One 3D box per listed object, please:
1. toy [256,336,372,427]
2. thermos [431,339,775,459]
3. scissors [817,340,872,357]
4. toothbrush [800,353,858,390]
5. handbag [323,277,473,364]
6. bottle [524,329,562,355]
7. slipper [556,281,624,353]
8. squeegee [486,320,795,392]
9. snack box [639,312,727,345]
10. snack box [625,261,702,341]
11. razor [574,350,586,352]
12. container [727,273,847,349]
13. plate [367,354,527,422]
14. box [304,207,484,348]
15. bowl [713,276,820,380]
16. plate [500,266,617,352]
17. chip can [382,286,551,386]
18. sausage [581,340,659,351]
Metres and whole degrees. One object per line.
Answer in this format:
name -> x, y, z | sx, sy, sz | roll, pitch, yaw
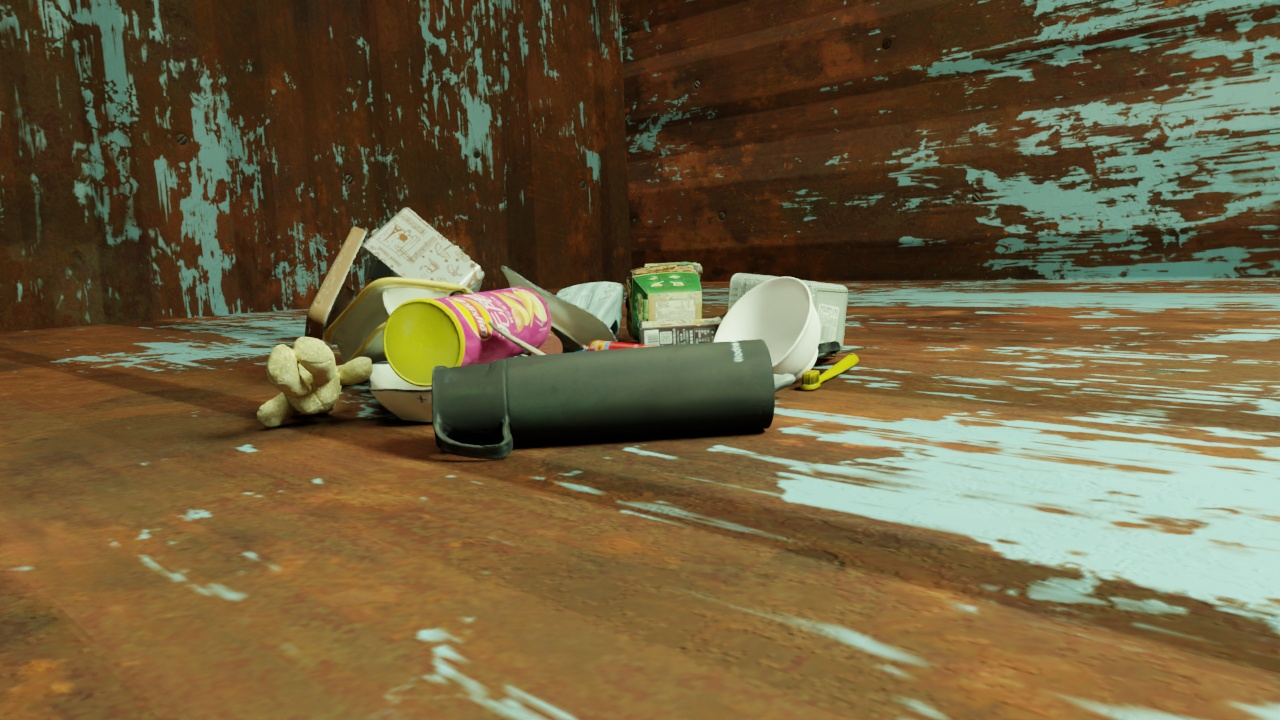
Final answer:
toy -> -0.284, 0.014, 0.781 | 0.105, 0.066, 0.157 | -36, -1, -18
thermos -> -0.026, 0.033, 0.666 | 0.242, 0.069, 0.089 | -5, 40, -6
scissors -> 0.194, -0.007, 1.002 | 0.175, 0.014, 0.159 | -12, -5, -10
toothbrush -> 0.195, 0.008, 0.936 | 0.016, 0.016, 0.189 | 3, 8, 26
handbag -> -0.241, -0.028, 1.022 | 0.178, 0.063, 0.164 | -1, -21, -41
bottle -> -0.142, -0.020, 1.117 | 0.057, 0.057, 0.175 | -6, 7, -24
slipper -> -0.077, -0.054, 1.327 | 0.104, 0.074, 0.244 | -8, 22, 10
squeegee -> 0.015, 0.017, 0.840 | 0.250, 0.040, 0.247 | 5, -9, 13
snack box -> 0.061, -0.032, 1.166 | 0.125, 0.053, 0.113 | -2, 7, 0
snack box -> 0.043, -0.072, 1.329 | 0.117, 0.118, 0.105 | -4, 20, -9
razor -> -0.006, 0.006, 1.006 | 0.143, 0.022, 0.042 | 0, -24, 33
container -> 0.174, -0.054, 1.077 | 0.114, 0.090, 0.090 | 9, 8, 43
plate -> -0.175, 0.023, 0.875 | 0.162, 0.034, 0.266 | -4, 7, -16
box -> -0.317, -0.059, 1.110 | 0.192, 0.156, 0.183 | -53, 1, -27
bowl -> 0.136, -0.016, 0.903 | 0.064, 0.118, 0.118 | 37, -16, -32
plate -> -0.098, -0.046, 1.130 | 0.164, 0.034, 0.163 | 29, -10, 19
chip can -> -0.148, -0.027, 0.831 | 0.071, 0.071, 0.210 | -1, 7, 15
sausage -> 0.018, -0.005, 0.885 | 0.156, 0.020, 0.020 | 6, 9, 10
